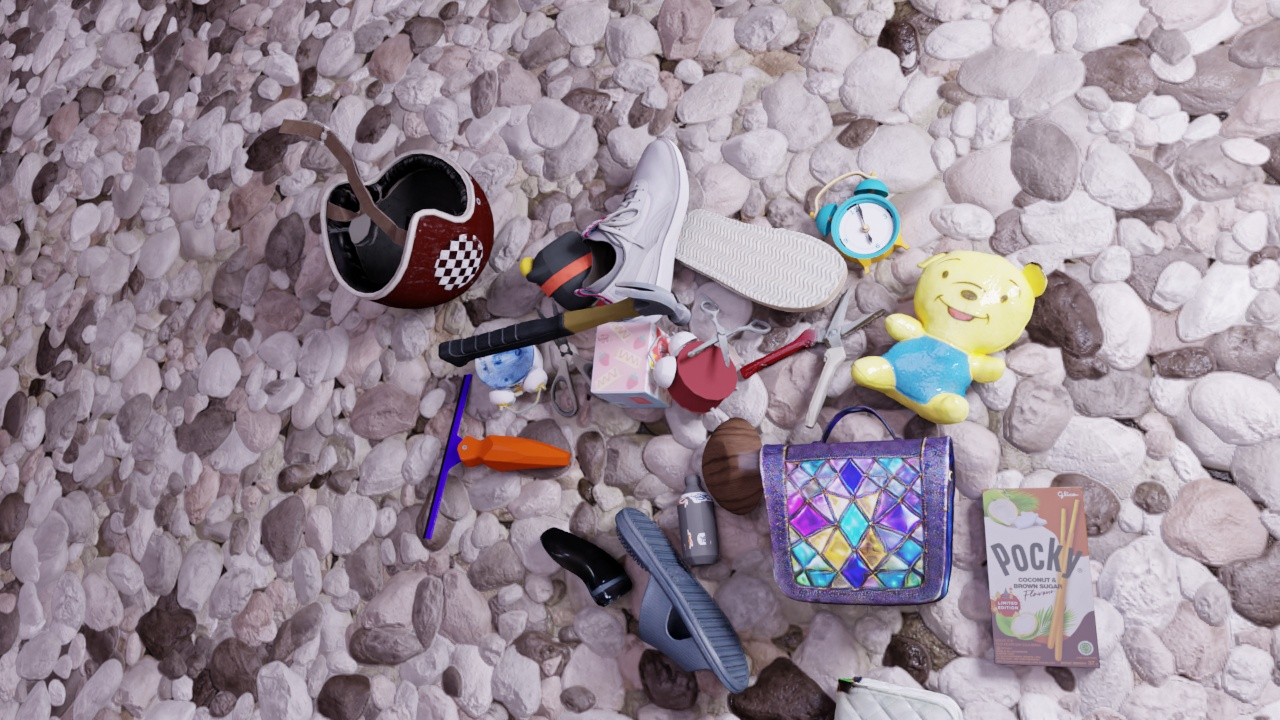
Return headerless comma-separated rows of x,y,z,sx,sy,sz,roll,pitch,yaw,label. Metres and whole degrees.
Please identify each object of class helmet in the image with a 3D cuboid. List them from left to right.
-0.338,-0.192,1.299,0.233,0.252,0.234,22,109,31,helmet

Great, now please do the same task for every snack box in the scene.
-0.007,0.007,1.199,0.080,0.093,0.094,-2,74,23,snack box
0.430,0.232,0.992,0.101,0.031,0.185,-5,74,21,snack box

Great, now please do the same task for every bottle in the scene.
0.070,0.199,1.140,0.047,0.047,0.112,-12,72,19,bottle

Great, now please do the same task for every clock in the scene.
-0.179,0.016,1.285,0.089,0.052,0.125,-25,65,8,clock
0.067,0.015,1.155,0.124,0.044,0.086,35,53,-3,clock
0.279,-0.177,1.163,0.099,0.043,0.129,-33,73,11,clock

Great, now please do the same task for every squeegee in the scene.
-0.188,0.128,1.260,0.185,0.055,0.249,3,62,11,squeegee

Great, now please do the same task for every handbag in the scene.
0.248,0.162,1.034,0.205,0.125,0.221,-5,75,21,handbag
0.270,0.446,0.978,0.139,0.072,0.194,2,76,32,handbag

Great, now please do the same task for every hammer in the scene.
-0.112,-0.041,1.152,0.334,0.118,0.025,-12,67,24,hammer

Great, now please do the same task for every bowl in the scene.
0.105,0.129,1.114,0.119,0.032,0.119,-4,86,62,bowl

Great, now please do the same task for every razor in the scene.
-0.074,0.265,1.183,0.140,0.052,0.064,29,120,33,razor

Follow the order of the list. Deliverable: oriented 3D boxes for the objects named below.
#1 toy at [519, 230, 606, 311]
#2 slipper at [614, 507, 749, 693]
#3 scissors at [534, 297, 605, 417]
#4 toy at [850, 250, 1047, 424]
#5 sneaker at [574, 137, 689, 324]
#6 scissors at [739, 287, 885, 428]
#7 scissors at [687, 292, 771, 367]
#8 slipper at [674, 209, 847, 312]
-0.092,-0.115,1.270,0.100,0.097,0.119,-33,89,42,toy
0.033,0.298,1.107,0.083,0.101,0.263,-45,58,13,slipper
-0.091,-0.003,1.254,0.154,0.012,0.163,13,98,12,scissors
0.359,-0.033,1.067,0.149,0.084,0.214,30,87,19,toy
-0.016,-0.182,1.225,0.097,0.128,0.263,0,76,52,sneaker
0.217,0.001,1.136,0.200,0.015,0.179,-22,50,21,scissors
0.097,-0.041,1.171,0.165,0.141,0.014,47,139,43,scissors
0.152,-0.132,1.198,0.263,0.052,0.115,25,82,37,slipper
